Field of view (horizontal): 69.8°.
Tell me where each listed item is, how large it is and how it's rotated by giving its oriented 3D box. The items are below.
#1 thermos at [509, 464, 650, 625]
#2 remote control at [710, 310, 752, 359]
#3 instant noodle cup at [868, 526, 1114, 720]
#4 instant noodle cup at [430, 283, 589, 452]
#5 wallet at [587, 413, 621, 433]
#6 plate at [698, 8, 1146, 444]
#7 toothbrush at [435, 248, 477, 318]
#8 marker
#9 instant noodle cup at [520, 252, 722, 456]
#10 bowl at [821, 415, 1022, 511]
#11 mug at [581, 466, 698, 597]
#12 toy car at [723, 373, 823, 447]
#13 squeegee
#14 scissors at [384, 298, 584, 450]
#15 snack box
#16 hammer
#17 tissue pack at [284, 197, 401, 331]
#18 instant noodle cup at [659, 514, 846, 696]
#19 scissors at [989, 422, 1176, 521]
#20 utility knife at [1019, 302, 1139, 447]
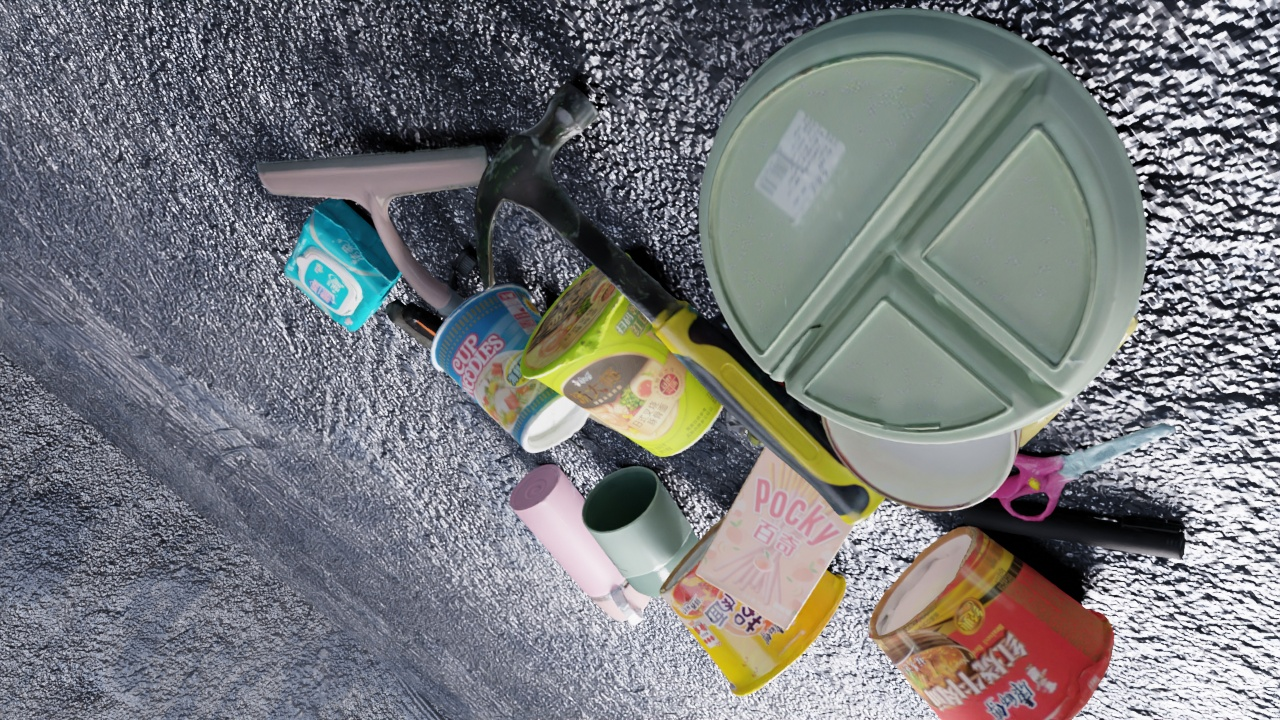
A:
[{"bbox_3d":[-0.058,0.207,0.991,0.198,0.067,0.087,56,180,-25],"label":"thermos"},{"bbox_3d":[0.098,-0.028,0.587,0.053,0.024,0.137,46,148,-18],"label":"remote control"},{"bbox_3d":[0.237,0.191,0.646,0.108,0.137,0.138,43,149,6],"label":"instant noodle cup"},{"bbox_3d":[-0.094,0.010,0.725,0.110,0.099,0.099,46,153,23],"label":"instant noodle cup"},{"bbox_3d":[-0.038,0.014,0.776,0.087,0.024,0.115,33,147,15],"label":"wallet"},{"bbox_3d":[0.124,-0.055,0.463,0.230,0.027,0.231,20,126,29],"label":"plate"},{"bbox_3d":[-0.174,-0.052,0.829,0.018,0.014,0.190,38,149,-4],"label":"toothbrush"},{"bbox_3d":[0.276,0.107,0.594,0.132,0.020,0.022,4,121,41],"label":"marker"},{"bbox_3d":[-0.004,0.004,0.660,0.123,0.111,0.112,41,149,-22],"label":"instant noodle cup"},{"bbox_3d":[0.169,0.024,0.539,0.113,0.062,0.114,20,128,27],"label":"bowl"},{"bbox_3d":[-0.001,0.161,0.884,0.106,0.082,0.112,57,173,-31],"label":"mug"},{"bbox_3d":[0.118,0.036,0.629,0.120,0.045,0.053,16,139,10],"label":"toy car"},{"bbox_3d":[-0.165,-0.063,0.753,0.248,0.040,0.250,4,145,33],"label":"squeegee"},{"bbox_3d":[-0.138,0.017,0.834,0.229,0.021,0.190,35,168,3],"label":"scissors"},{"bbox_3d":[0.111,0.121,0.693,0.084,0.026,0.158,30,116,11],"label":"snack box"},{"bbox_3d":[0.029,-0.014,0.573,0.323,0.126,0.032,43,-177,-7],"label":"hammer"},{"bbox_3d":[-0.272,-0.087,0.844,0.093,0.050,0.134,44,147,-9],"label":"tissue pack"},{"bbox_3d":[0.091,0.201,0.795,0.110,0.137,0.138,44,149,4],"label":"instant noodle cup"},{"bbox_3d":[0.262,0.063,0.555,0.056,0.017,0.134,53,143,3],"label":"scissors"},{"bbox_3d":[0.234,0.008,0.517,0.031,0.018,0.167,24,142,9],"label":"utility knife"}]
